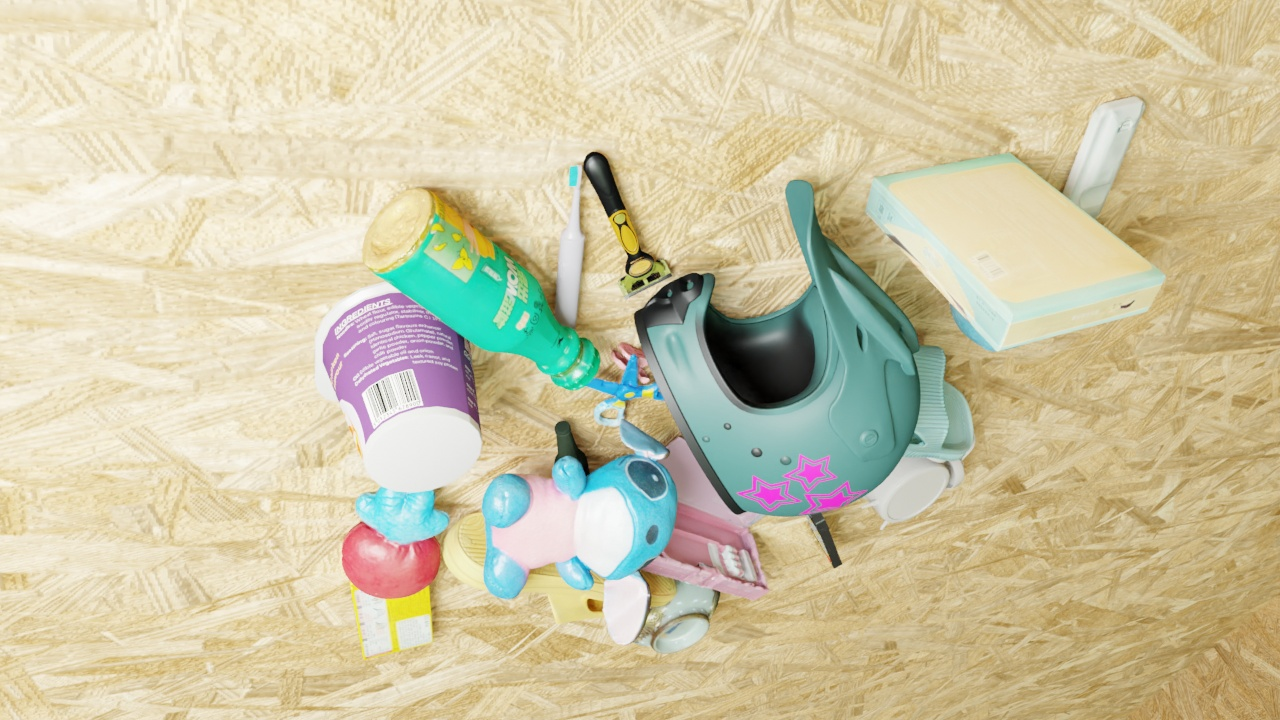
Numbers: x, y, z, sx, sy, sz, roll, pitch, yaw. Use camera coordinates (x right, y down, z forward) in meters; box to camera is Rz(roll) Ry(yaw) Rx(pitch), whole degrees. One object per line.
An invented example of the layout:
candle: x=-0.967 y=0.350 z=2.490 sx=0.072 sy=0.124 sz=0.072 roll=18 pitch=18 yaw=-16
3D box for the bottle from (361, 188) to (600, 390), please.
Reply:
bottle: x=-0.106 y=-0.041 z=0.681 sx=0.068 sy=0.068 sz=0.209 roll=-38 pitch=135 yaw=12

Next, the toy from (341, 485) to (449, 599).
toy: x=-0.227 y=0.165 z=0.849 sx=0.092 sy=0.062 sz=0.133 roll=9 pitch=113 yaw=-24

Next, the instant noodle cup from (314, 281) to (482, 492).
instant noodle cup: x=-0.178 y=0.030 z=0.684 sx=0.137 sy=0.121 sz=0.122 roll=-36 pitch=138 yaw=10

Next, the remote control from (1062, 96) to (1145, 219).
remote control: x=0.430 y=-0.181 z=0.859 sx=0.050 sy=0.022 sz=0.134 roll=-16 pitch=138 yaw=-13

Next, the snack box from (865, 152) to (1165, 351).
snack box: x=0.296 y=-0.097 z=0.745 sx=0.141 sy=0.193 sz=0.044 roll=-13 pitch=135 yaw=-16

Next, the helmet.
helmet: x=0.130 y=0.002 z=0.774 sx=0.200 sy=0.176 sz=0.275 roll=-24 pitch=118 yaw=14

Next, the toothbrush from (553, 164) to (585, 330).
toothbrush: x=-0.056 y=-0.072 z=0.721 sx=0.019 sy=0.018 sz=0.188 roll=-8 pitch=136 yaw=-18

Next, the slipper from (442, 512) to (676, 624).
slipper: x=-0.086 y=0.217 z=0.947 sx=0.263 sy=0.099 sz=0.079 roll=16 pitch=126 yaw=-33

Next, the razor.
razor: x=-0.015 y=-0.104 z=0.711 sx=0.044 sy=0.021 sz=0.144 roll=-27 pitch=137 yaw=0

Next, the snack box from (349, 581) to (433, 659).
snack box: x=-0.256 y=0.253 z=0.948 sx=0.075 sy=0.025 sz=0.153 roll=-10 pitch=137 yaw=-19

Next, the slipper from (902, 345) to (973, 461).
slipper: x=0.293 y=0.046 z=0.958 sx=0.070 sy=0.116 sz=0.275 roll=-12 pitch=160 yaw=43

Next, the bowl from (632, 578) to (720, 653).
bowl: x=0.030 y=0.284 z=1.077 sx=0.159 sy=0.093 sz=0.160 roll=-14 pitch=137 yaw=-14

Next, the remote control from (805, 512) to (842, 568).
remote control: x=0.218 y=0.204 z=1.119 sx=0.013 sy=0.058 sz=0.133 roll=-28 pitch=139 yaw=1

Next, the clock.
clock: x=0.333 y=0.131 z=1.109 sx=0.159 sy=0.061 sz=0.120 roll=-39 pitch=138 yaw=7

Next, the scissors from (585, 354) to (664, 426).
scissors: x=-0.015 y=0.030 z=0.836 sx=0.125 sy=0.016 sz=0.124 roll=16 pitch=136 yaw=-40

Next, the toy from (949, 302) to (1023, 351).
toy: x=0.390 y=-0.076 z=0.887 sx=0.181 sy=0.114 sz=0.183 roll=-13 pitch=163 yaw=10

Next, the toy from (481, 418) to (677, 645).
toy: x=-0.054 y=0.161 z=0.848 sx=0.191 sy=0.099 sz=0.224 roll=-5 pitch=114 yaw=-21

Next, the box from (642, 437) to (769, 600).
box: x=0.086 y=0.176 z=0.996 sx=0.116 sy=0.106 sz=0.232 roll=-37 pitch=137 yaw=26

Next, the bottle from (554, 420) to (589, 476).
bottle: x=-0.067 y=0.102 z=0.885 sx=0.033 sy=0.033 sz=0.123 roll=-18 pitch=138 yaw=-10

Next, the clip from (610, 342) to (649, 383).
clip: x=0.001 y=0.000 z=0.824 sx=0.045 sy=0.023 sz=0.060 roll=-31 pitch=141 yaw=-2
